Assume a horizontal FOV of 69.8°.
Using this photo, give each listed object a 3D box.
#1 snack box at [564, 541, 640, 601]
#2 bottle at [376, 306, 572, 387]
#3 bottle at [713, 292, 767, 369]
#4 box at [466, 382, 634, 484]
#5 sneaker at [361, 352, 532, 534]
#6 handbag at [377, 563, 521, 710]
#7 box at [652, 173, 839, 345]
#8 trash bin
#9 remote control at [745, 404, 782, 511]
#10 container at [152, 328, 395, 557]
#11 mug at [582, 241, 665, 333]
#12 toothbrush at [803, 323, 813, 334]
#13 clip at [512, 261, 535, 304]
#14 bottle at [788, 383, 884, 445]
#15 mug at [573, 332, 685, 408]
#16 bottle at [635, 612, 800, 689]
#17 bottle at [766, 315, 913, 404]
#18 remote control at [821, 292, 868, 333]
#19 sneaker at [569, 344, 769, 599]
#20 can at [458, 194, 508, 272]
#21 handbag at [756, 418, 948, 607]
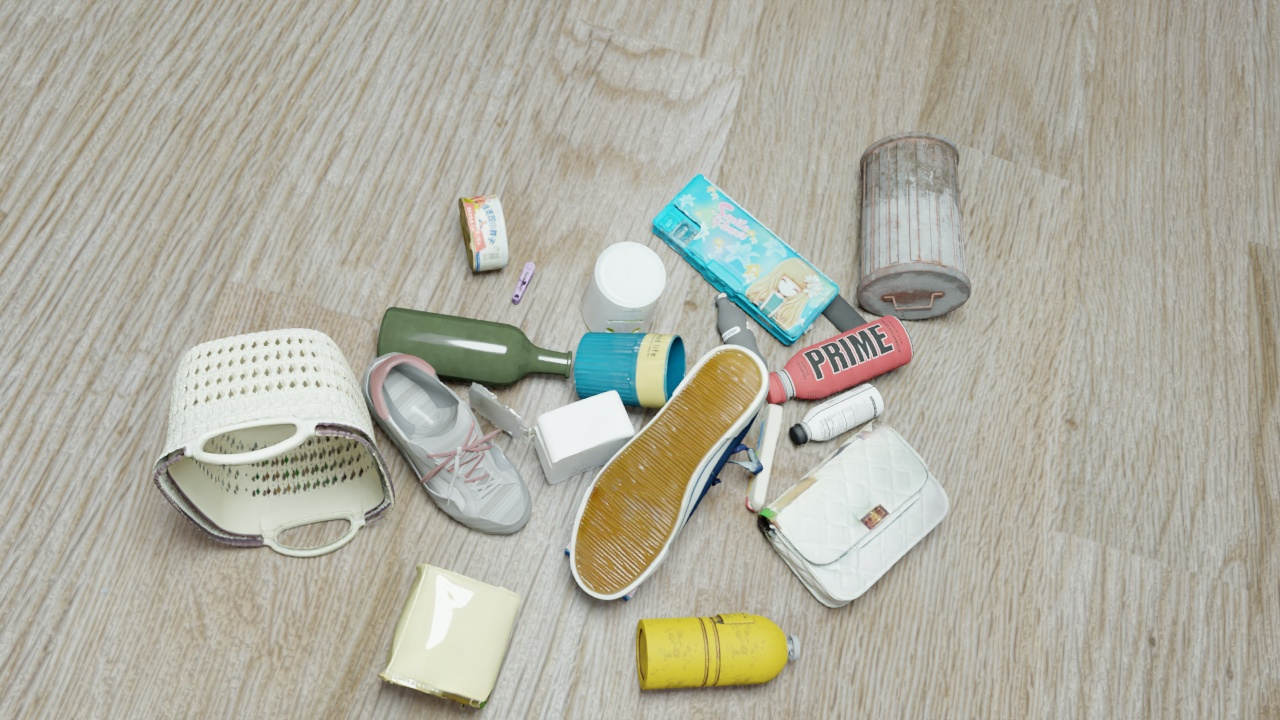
[{"bbox_3d":[-0.003,0.172,0.994,0.088,0.033,0.153,37,68,5],"label":"snack box"},{"bbox_3d":[-0.179,-0.010,1.009,0.206,0.072,0.071,8,69,-7],"label":"bottle"},{"bbox_3d":[0.115,-0.030,1.088,0.036,0.036,0.110,-18,74,-16],"label":"bottle"},{"bbox_3d":[-0.099,0.077,0.974,0.189,0.112,0.101,1,67,-9],"label":"box"},{"bbox_3d":[-0.193,0.089,0.934,0.099,0.089,0.236,-43,100,-14],"label":"sneaker"},{"bbox_3d":[-0.187,0.274,0.902,0.111,0.081,0.119,21,66,-10],"label":"handbag"},{"bbox_3d":[0.126,-0.124,1.112,0.227,0.039,0.094,41,78,9],"label":"box"},{"bbox_3d":[0.332,-0.156,1.125,0.131,0.131,0.210,8,67,-7],"label":"trash bin"},{"bbox_3d":[0.140,0.110,1.040,0.018,0.038,0.125,17,68,-4],"label":"remote control"},{"bbox_3d":[-0.338,0.080,0.863,0.184,0.252,0.143,-11,62,-11],"label":"container"},{"bbox_3d":[-0.019,-0.075,1.043,0.082,0.106,0.082,3,70,-10],"label":"mug"},{"bbox_3d":[0.154,-0.111,1.137,0.017,0.012,0.186,-32,78,-12],"label":"toothbrush"},{"bbox_3d":[-0.137,-0.090,1.072,0.013,0.033,0.051,22,68,-3],"label":"clip"},{"bbox_3d":[0.226,0.066,1.070,0.116,0.041,0.041,-23,75,-17],"label":"bottle"},{"bbox_3d":[-0.006,0.006,1.023,0.107,0.113,0.083,2,109,18],"label":"mug"},{"bbox_3d":[0.082,0.297,0.943,0.163,0.071,0.071,1,70,-10],"label":"bottle"},{"bbox_3d":[0.227,0.005,1.076,0.176,0.062,0.062,-21,75,-7],"label":"bottle"},{"bbox_3d":[0.261,-0.046,1.131,0.033,0.015,0.147,-40,81,-21],"label":"remote control"},{"bbox_3d":[0.040,0.124,0.964,0.121,0.127,0.294,35,84,16],"label":"sneaker"},{"bbox_3d":[-0.180,-0.146,1.051,0.043,0.086,0.086,-10,72,-15],"label":"can"},{"bbox_3d":[0.241,0.168,1.018,0.194,0.073,0.139,-36,79,-20],"label":"handbag"}]
